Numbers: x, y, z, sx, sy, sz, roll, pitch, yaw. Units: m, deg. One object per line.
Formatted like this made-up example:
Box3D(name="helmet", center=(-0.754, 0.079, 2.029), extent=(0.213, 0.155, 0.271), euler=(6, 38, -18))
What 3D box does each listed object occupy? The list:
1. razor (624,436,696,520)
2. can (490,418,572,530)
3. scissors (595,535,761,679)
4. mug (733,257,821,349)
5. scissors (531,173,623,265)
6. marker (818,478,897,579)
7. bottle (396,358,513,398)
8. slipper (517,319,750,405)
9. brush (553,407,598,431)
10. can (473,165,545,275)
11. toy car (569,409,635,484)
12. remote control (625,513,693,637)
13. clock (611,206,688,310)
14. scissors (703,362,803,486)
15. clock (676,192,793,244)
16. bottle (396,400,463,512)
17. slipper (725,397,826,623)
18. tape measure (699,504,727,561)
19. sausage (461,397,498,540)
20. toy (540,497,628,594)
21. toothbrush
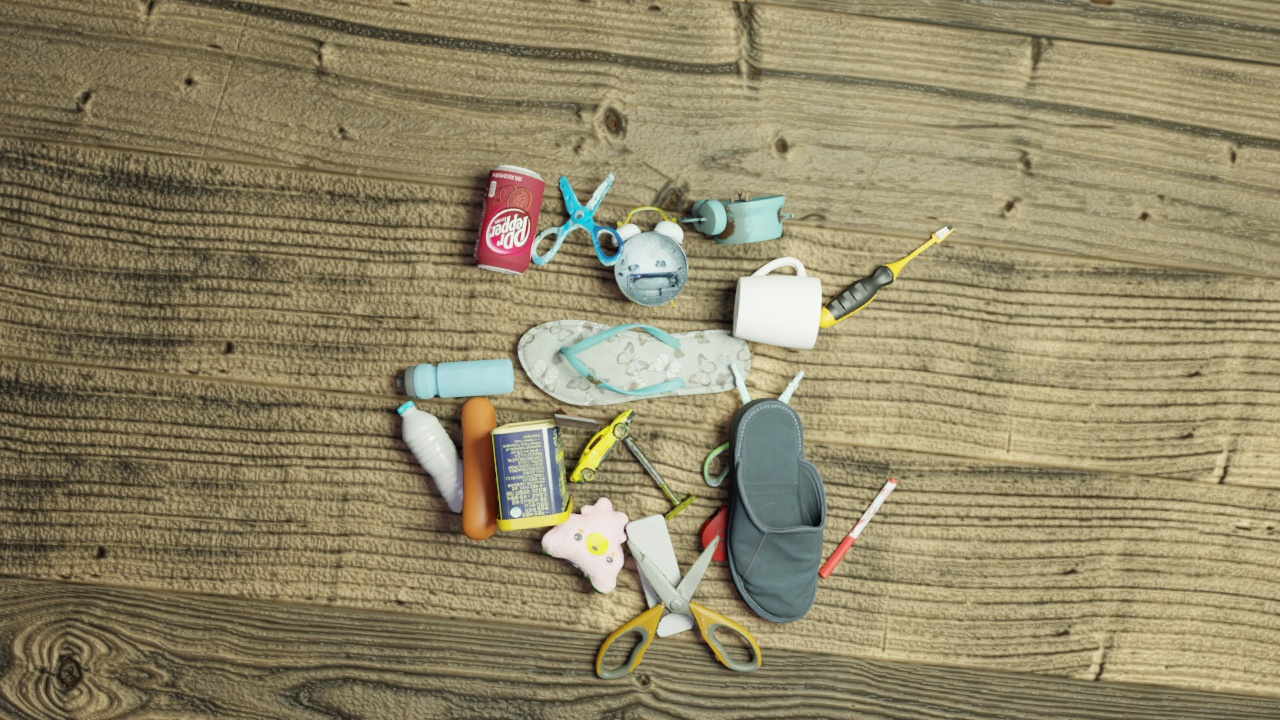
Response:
Box3D(name="razor", center=(0.016, 0.131, 1.064), extent=(0.042, 0.026, 0.106), euler=(-38, 88, 1))
Box3D(name="can", center=(-0.119, 0.121, 1.003), extent=(0.075, 0.135, 0.104), euler=(-6, 89, -2))
Box3D(name="scissors", center=(0.036, 0.300, 1.053), extent=(0.230, 0.016, 0.225), euler=(-38, 103, 9))
Box3D(name="mug", center=(0.154, -0.071, 1.042), extent=(0.087, 0.081, 0.114), euler=(5, 61, 1))
Box3D(name="scissors", center=(-0.064, -0.150, 1.035), extent=(0.140, 0.011, 0.134), euler=(41, 96, 27))
Box3D(name="marker", center=(0.256, 0.196, 1.077), extent=(0.013, 0.013, 0.142), euler=(37, 90, -2))
Box3D(name="bottle", center=(-0.211, 0.022, 1.043), extent=(0.130, 0.040, 0.040), euler=(-4, 91, -2))
Box3D(name="slipper", center=(-0.006, 0.006, 1.045), extent=(0.269, 0.055, 0.098), euler=(2, 94, -3))
Box3D(name="brush", center=(-0.076, 0.061, 0.997), extent=(0.045, 0.143, 0.008), euler=(9, 92, -11))
Box3D(name="can", center=(-0.147, -0.157, 1.029), extent=(0.063, 0.063, 0.114), euler=(11, 91, -2))
Box3D(name="toy car", center=(-0.043, 0.097, 1.047), extent=(0.030, 0.049, 0.107), euler=(38, 89, 0))
Box3D(name="remote control", center=(0.023, 0.249, 1.062), extent=(0.045, 0.008, 0.147), euler=(-16, 101, -2))
Box3D(name="clock", center=(0.010, -0.116, 1.039), extent=(0.083, 0.057, 0.117), euler=(-3, 92, -1))
Box3D(name="scissors", center=(0.141, 0.085, 1.063), extent=(0.165, 0.024, 0.171), euler=(38, 101, -1))
Box3D(name="clock", center=(0.103, -0.159, 1.026), extent=(0.124, 0.090, 0.053), euler=(-8, 101, -2))
Box3D(name="bottle", center=(-0.231, 0.107, 1.043), extent=(0.044, 0.044, 0.136), euler=(-34, 92, -1))
Box3D(name="slipper", center=(0.156, 0.178, 1.022), extent=(0.108, 0.083, 0.266), euler=(-7, 101, -13))
Box3D(name="tape measure", center=(0.094, 0.201, 1.066), extent=(0.051, 0.019, 0.059), euler=(-23, 99, -5))
Box3D(name="sausage", center=(-0.178, 0.116, 1.017), extent=(0.039, 0.045, 0.164), euler=(11, 61, -32))
Box3D(name="toy", center=(-0.053, 0.206, 1.048), extent=(0.102, 0.050, 0.093), euler=(42, 77, -12))
Box3D(name="toothbrush", center=(0.283, -0.099, 1.064), extent=(0.196, 0.031, 0.031), euler=(-35, 76, -5))
